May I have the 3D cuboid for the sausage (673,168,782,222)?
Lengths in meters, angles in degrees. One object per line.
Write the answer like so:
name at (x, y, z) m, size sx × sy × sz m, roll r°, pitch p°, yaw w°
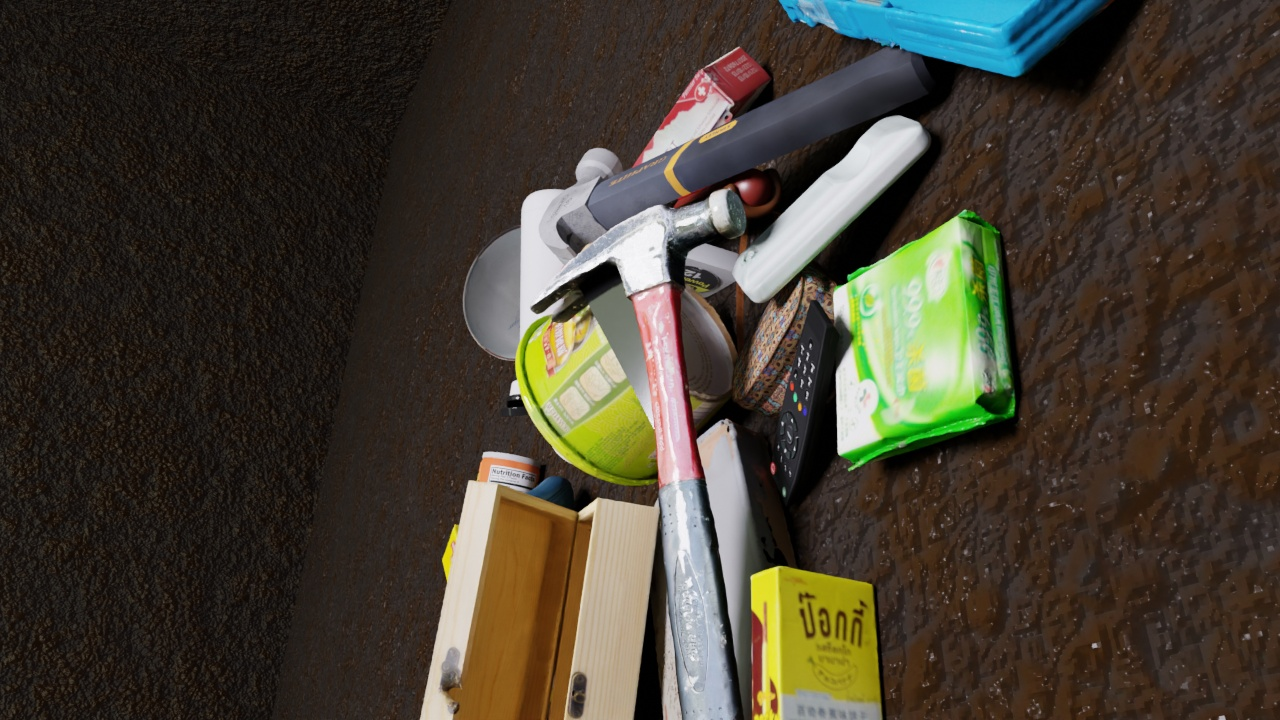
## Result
sausage at (0.057, -0.115, 0.674) m, size 0.156 × 0.040 × 0.040 m, roll -175°, pitch 100°, yaw -74°

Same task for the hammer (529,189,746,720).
hammer at (0.014, 0.070, 0.502) m, size 0.141 × 0.036 × 0.325 m, roll -19°, pitch 67°, yaw 28°

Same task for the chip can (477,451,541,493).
chip can at (-0.150, 0.202, 0.928) m, size 0.062 × 0.062 × 0.210 m, roll -20°, pitch 58°, yaw 62°

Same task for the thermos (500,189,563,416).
thermos at (-0.094, -0.054, 0.894) m, size 0.069 × 0.101 × 0.229 m, roll -6°, pitch 77°, yaw 27°

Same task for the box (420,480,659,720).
box at (-0.066, 0.221, 0.632) m, size 0.141 × 0.148 × 0.248 m, roll 84°, pitch -165°, yaw -74°

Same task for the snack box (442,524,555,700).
snack box at (-0.113, 0.216, 0.799) m, size 0.042 × 0.092 × 0.200 m, roll -69°, pitch 24°, yaw 12°

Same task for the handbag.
handbag at (0.089, -0.048, 0.607) m, size 0.195 × 0.043 × 0.094 m, roll -93°, pitch 25°, yaw -54°

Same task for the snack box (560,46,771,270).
snack box at (0.010, -0.142, 0.783) m, size 0.076 × 0.044 × 0.274 m, roll -44°, pitch -3°, yaw -45°

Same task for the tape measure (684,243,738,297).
tape measure at (0.036, -0.069, 0.685) m, size 0.065 × 0.064 × 0.016 m, roll 147°, pitch 135°, yaw -63°

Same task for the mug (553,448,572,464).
mug at (-0.023, 0.050, 0.756) m, size 0.122 × 0.080 × 0.097 m, roll 50°, pitch 133°, yaw 32°

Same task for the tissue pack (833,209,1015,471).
tissue pack at (0.137, -0.007, 0.460) m, size 0.100 × 0.034 × 0.113 m, roll -34°, pitch 47°, yaw 54°

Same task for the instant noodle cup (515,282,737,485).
instant noodle cup at (-0.004, 0.004, 0.640) m, size 0.098 × 0.146 × 0.146 m, roll -44°, pitch 36°, yaw 33°

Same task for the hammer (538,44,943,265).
hammer at (0.051, -0.140, 0.612) m, size 0.313 × 0.035 × 0.139 m, roll -16°, pitch 37°, yaw 40°

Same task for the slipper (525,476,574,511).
slipper at (-0.103, 0.152, 0.749) m, size 0.213 × 0.059 × 0.104 m, roll -44°, pitch -43°, yaw -70°

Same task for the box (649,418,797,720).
box at (0.043, 0.159, 0.558) m, size 0.157 × 0.063 × 0.216 m, roll 113°, pitch 158°, yaw -43°

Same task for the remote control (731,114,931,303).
remote control at (0.106, -0.089, 0.531) m, size 0.133 × 0.022 × 0.050 m, roll -44°, pitch 20°, yaw 11°

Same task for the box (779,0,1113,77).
box at (0.151, -0.220, 0.490) m, size 0.091 × 0.066 × 0.243 m, roll -41°, pitch 30°, yaw 5°

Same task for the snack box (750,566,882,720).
snack box at (0.083, 0.175, 0.427) m, size 0.026 × 0.061 × 0.148 m, roll -41°, pitch 39°, yaw 53°

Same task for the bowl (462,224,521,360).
bowl at (-0.116, -0.069, 0.995) m, size 0.151 × 0.056 × 0.150 m, roll -5°, pitch 76°, yaw 22°

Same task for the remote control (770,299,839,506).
remote control at (0.092, 0.025, 0.515) m, size 0.039 × 0.010 × 0.125 m, roll -107°, pitch 18°, yaw -53°
